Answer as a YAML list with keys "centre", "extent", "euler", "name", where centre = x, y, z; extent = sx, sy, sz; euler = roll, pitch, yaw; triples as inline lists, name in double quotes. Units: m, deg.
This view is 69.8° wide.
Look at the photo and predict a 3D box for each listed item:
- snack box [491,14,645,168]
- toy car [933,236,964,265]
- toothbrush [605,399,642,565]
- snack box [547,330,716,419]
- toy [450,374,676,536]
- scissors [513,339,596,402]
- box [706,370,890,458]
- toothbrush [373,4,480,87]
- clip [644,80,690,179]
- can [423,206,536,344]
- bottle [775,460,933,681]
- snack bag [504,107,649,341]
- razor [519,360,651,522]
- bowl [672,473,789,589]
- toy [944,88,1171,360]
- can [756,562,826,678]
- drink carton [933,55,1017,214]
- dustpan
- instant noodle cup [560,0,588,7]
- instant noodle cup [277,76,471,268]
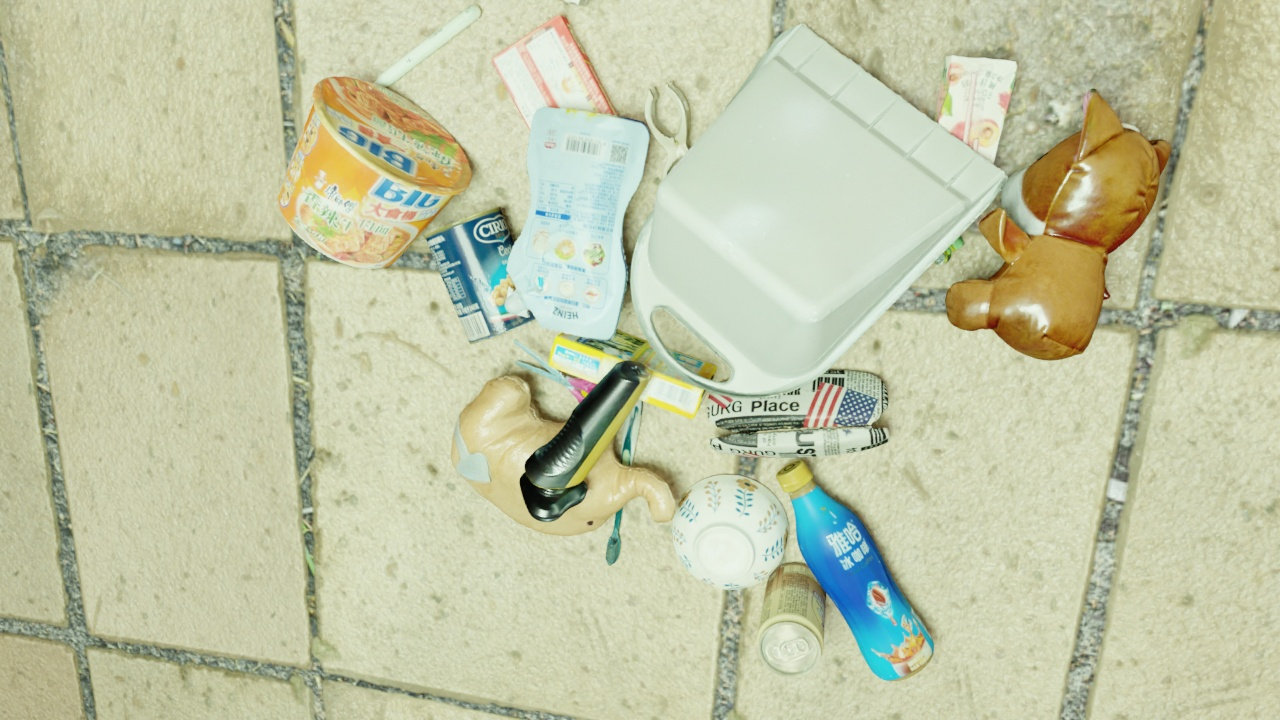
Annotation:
- centre: [-0.064, -0.221, 0.822]
  extent: [0.075, 0.025, 0.153]
  euler: [-27, 97, 17]
  name: "snack box"
- centre: [0.226, -0.091, 0.779]
  extent: [0.091, 0.043, 0.036]
  euler: [-23, 101, 16]
  name: "toy car"
- centre: [-0.017, 0.117, 0.903]
  extent: [0.016, 0.018, 0.192]
  euler: [11, 107, 10]
  name: "toothbrush"
- centre: [-0.005, 0.005, 0.835]
  extent: [0.140, 0.086, 0.034]
  euler: [22, 108, 7]
  name: "snack box"
- centre: [-0.076, 0.109, 0.883]
  extent: [0.226, 0.082, 0.144]
  euler: [26, 122, 3]
  name: "toy"
- centre: [-0.068, 0.026, 0.879]
  extent: [0.134, 0.017, 0.113]
  euler: [19, 149, 31]
  name: "scissors"
- centre: [0.141, 0.044, 0.831]
  extent: [0.163, 0.076, 0.087]
  euler: [-2, 82, 17]
  name: "box"
- centre: [-0.224, -0.273, 0.850]
  extent: [0.190, 0.029, 0.020]
  euler: [-28, 139, 17]
  name: "toothbrush"
- centre: [0.030, -0.193, 0.806]
  extent: [0.072, 0.034, 0.100]
  euler: [-15, 109, 16]
  name: "clip"
- centre: [-0.144, -0.077, 0.852]
  extent: [0.075, 0.075, 0.111]
  euler: [-18, 100, 17]
  name: "can"
- centre: [0.192, 0.191, 0.849]
  extent: [0.065, 0.065, 0.218]
  euler: [-30, 96, 18]
  name: "bottle"
- centre: [-0.057, -0.118, 0.796]
  extent: [0.110, 0.038, 0.191]
  euler: [10, 96, 6]
  name: "snack bag"
- centre: [-0.046, 0.068, 0.798]
  extent: [0.067, 0.062, 0.168]
  euler: [22, 115, -35]
  name: "razor"
- centre: [0.083, 0.172, 0.872]
  extent: [0.113, 0.062, 0.113]
  euler: [3, 106, 12]
  name: "bowl"
- centre: [0.331, -0.102, 0.724]
  extent: [0.130, 0.140, 0.200]
  euler: [42, 114, 44]
  name: "toy"
- centre: [0.140, 0.237, 0.846]
  extent: [0.058, 0.116, 0.058]
  euler: [3, 105, 12]
  name: "can"
- centre: [0.263, -0.182, 0.745]
  extent: [0.053, 0.045, 0.123]
  euler: [10, 107, 9]
  name: "drink carton"
- centre: [0.116, -0.103, 0.763]
  extent: [0.222, 0.143, 0.257]
  euler: [43, 72, 15]
  name: "dustpan"
- centre: [-0.091, -0.353, 0.754]
  extent: [0.124, 0.116, 0.117]
  euler: [23, 109, -5]
  name: "instant noodle cup"
- centre: [-0.244, -0.162, 0.822]
  extent: [0.151, 0.151, 0.112]
  euler: [42, 117, 0]
  name: "instant noodle cup"
